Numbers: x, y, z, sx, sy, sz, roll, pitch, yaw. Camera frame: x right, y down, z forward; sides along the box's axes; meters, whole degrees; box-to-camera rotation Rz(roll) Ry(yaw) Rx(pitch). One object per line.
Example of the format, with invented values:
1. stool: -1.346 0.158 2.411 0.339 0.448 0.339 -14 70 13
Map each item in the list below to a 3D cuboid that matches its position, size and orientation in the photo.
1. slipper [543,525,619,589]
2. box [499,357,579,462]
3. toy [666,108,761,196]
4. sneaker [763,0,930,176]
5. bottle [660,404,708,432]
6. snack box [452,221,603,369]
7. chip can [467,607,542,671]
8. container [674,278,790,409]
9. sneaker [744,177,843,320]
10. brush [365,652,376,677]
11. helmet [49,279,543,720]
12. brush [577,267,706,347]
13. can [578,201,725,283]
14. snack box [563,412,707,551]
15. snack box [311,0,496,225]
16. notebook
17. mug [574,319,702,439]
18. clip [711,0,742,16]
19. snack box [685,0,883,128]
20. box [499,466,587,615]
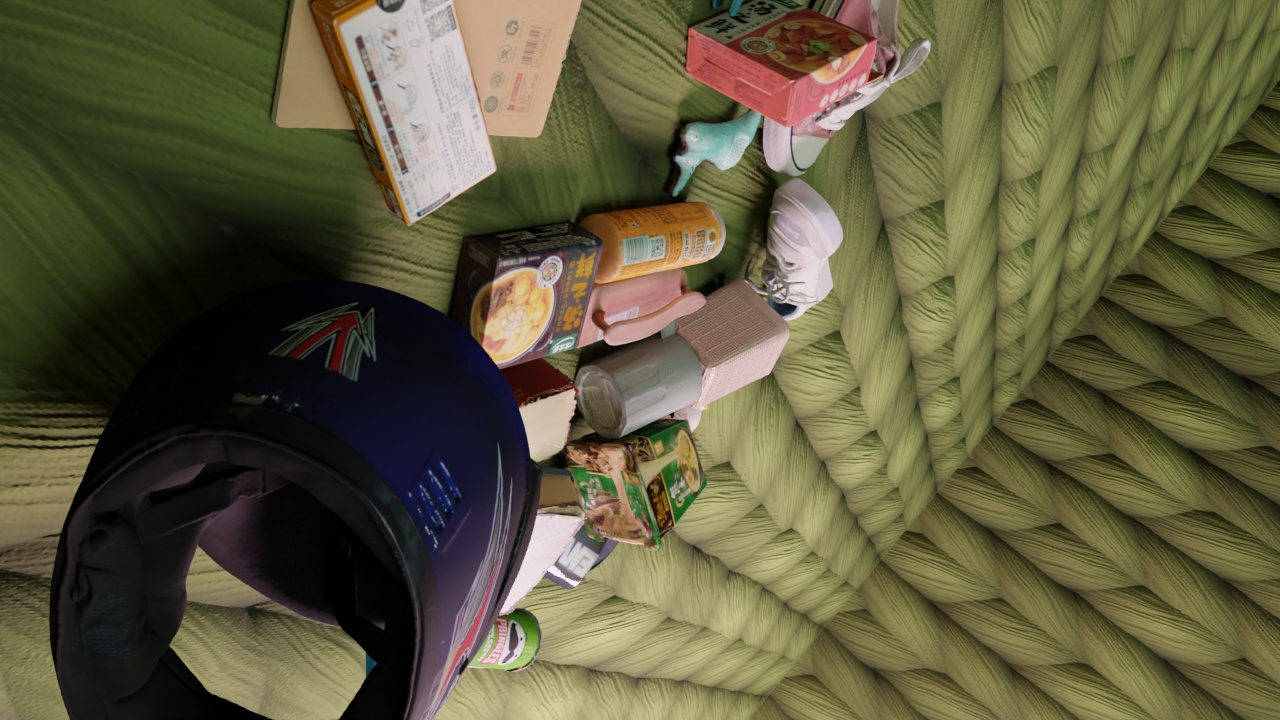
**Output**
1. slipper: -0.069 0.200 1.030 0.110 0.083 0.268 -52 153 -2
2. box: -0.134 0.063 0.778 0.167 0.080 0.091 -22 139 -41
3. toy: 0.060 -0.188 0.819 0.091 0.030 0.097 -10 139 -44
4. sneaker: 0.193 -0.270 0.846 0.118 0.088 0.242 -17 139 -45
5. bottle: 0.030 0.081 1.048 0.108 0.063 0.063 -47 151 -6
6. snack box: -0.097 -0.045 0.744 0.113 0.053 0.126 -18 132 -45
7. chip can: -0.189 0.289 0.970 0.072 0.072 0.236 -51 151 -1
8. container: 0.081 -0.015 0.979 0.110 0.090 0.090 -28 154 -31
9. sneaker: 0.157 -0.108 0.990 0.090 0.089 0.242 -41 160 -5
10. brush: -0.209 0.239 0.714 0.046 0.254 0.083 -35 140 6
11. helmet: -0.195 0.103 0.566 0.240 0.247 0.316 -75 -176 -69
12. brush: -0.003 -0.053 0.838 0.145 0.073 0.063 -20 138 -46
13. can: 0.010 -0.106 0.809 0.145 0.058 0.058 -17 137 -45
14. snack box: 0.002 0.118 0.949 0.105 0.118 0.117 -28 108 -38
15. snack box: -0.137 -0.159 0.555 0.075 0.026 0.154 -39 150 -22
16. notebook: -0.117 -0.209 0.562 0.207 0.008 0.148 -13 134 -48
17. mug: -0.005 0.005 0.910 0.103 0.084 0.124 -25 115 -37
18. clip: 0.075 -0.300 0.718 0.014 0.043 0.056 -6 125 -53
19. snack box: 0.120 -0.250 0.742 0.126 0.113 0.044 -34 146 -30
20. box: -0.125 0.170 0.868 0.089 0.059 0.185 13 124 -40
